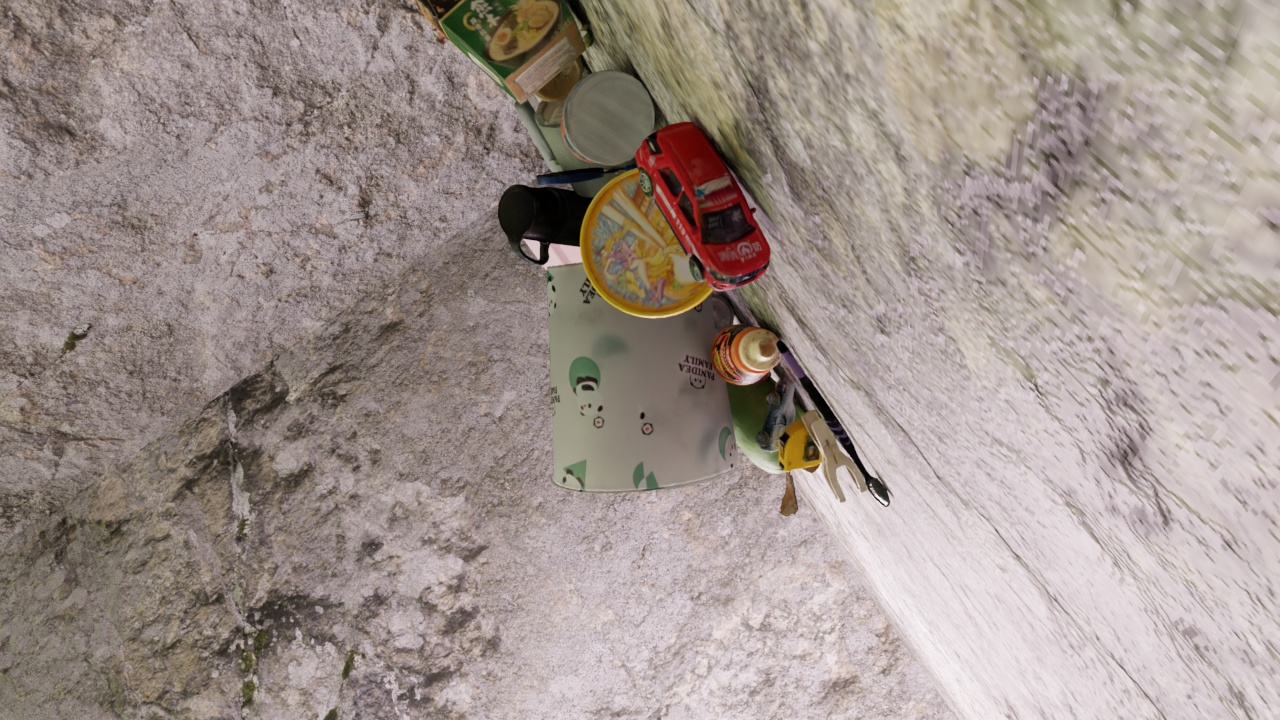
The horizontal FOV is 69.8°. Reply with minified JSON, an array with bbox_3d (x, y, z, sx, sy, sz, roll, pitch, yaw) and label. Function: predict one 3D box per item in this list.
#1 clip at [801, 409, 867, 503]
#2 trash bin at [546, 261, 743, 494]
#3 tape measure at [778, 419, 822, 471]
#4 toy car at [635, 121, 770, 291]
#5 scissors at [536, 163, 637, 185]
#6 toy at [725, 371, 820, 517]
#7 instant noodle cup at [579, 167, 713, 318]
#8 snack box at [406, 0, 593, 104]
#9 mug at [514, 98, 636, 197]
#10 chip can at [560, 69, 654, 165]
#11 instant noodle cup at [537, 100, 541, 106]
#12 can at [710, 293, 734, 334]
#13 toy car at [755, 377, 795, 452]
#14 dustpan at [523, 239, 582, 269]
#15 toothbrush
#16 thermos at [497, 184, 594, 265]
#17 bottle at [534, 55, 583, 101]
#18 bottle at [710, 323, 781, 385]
[{"bbox_3d":[0.205,0.101,0.975,0.070,0.034,0.100,-104,-11,-84],"label":"clip"},{"bbox_3d":[-0.006,0.006,1.070,0.229,0.229,0.252,-106,9,-84],"label":"trash bin"},{"bbox_3d":[0.184,0.095,1.017,0.029,0.060,0.057,-125,29,-60],"label":"tape measure"},{"bbox_3d":[0.041,-0.102,0.598,0.120,0.052,0.045,61,158,12],"label":"toy car"},{"bbox_3d":[-0.024,-0.170,0.824,0.176,0.162,0.012,15,115,54],"label":"scissors"},{"bbox_3d":[0.146,0.065,1.151,0.246,0.090,0.227,57,162,27],"label":"toy"},{"bbox_3d":[0.020,-0.092,0.766,0.118,0.118,0.114,56,-171,6],"label":"instant noodle cup"},{"bbox_3d":[-0.113,-0.289,0.782,0.105,0.117,0.118,52,-176,2],"label":"snack box"},{"bbox_3d":[-0.077,-0.251,1.034,0.124,0.083,0.103,14,153,34],"label":"mug"},{"bbox_3d":[-0.035,-0.209,0.807,0.071,0.071,0.214,56,-178,-14],"label":"chip can"},{"bbox_3d":[-0.071,-0.286,1.180,0.194,0.066,0.193,55,-177,-4],"label":"instant noodle cup"},{"bbox_3d":[0.087,-0.056,1.190,0.058,0.058,0.116,56,-178,-3],"label":"can"},{"bbox_3d":[0.155,0.062,1.032,0.034,0.091,0.042,21,-147,20],"label":"toy car"},{"bbox_3d":[-0.054,-0.149,1.340,0.222,0.274,0.138,52,-151,-28],"label":"dustpan"},{"bbox_3d":[0.183,0.060,0.868,0.189,0.014,0.017,56,174,0],"label":"toothbrush"},{"bbox_3d":[-0.067,-0.158,1.112,0.068,0.090,0.242,17,-167,37],"label":"thermos"},{"bbox_3d":[-0.126,-0.361,1.034,0.065,0.065,0.218,54,-177,-44],"label":"bottle"},{"bbox_3d":[0.114,-0.008,0.944,0.067,0.066,0.149,56,175,-1],"label":"bottle"}]
